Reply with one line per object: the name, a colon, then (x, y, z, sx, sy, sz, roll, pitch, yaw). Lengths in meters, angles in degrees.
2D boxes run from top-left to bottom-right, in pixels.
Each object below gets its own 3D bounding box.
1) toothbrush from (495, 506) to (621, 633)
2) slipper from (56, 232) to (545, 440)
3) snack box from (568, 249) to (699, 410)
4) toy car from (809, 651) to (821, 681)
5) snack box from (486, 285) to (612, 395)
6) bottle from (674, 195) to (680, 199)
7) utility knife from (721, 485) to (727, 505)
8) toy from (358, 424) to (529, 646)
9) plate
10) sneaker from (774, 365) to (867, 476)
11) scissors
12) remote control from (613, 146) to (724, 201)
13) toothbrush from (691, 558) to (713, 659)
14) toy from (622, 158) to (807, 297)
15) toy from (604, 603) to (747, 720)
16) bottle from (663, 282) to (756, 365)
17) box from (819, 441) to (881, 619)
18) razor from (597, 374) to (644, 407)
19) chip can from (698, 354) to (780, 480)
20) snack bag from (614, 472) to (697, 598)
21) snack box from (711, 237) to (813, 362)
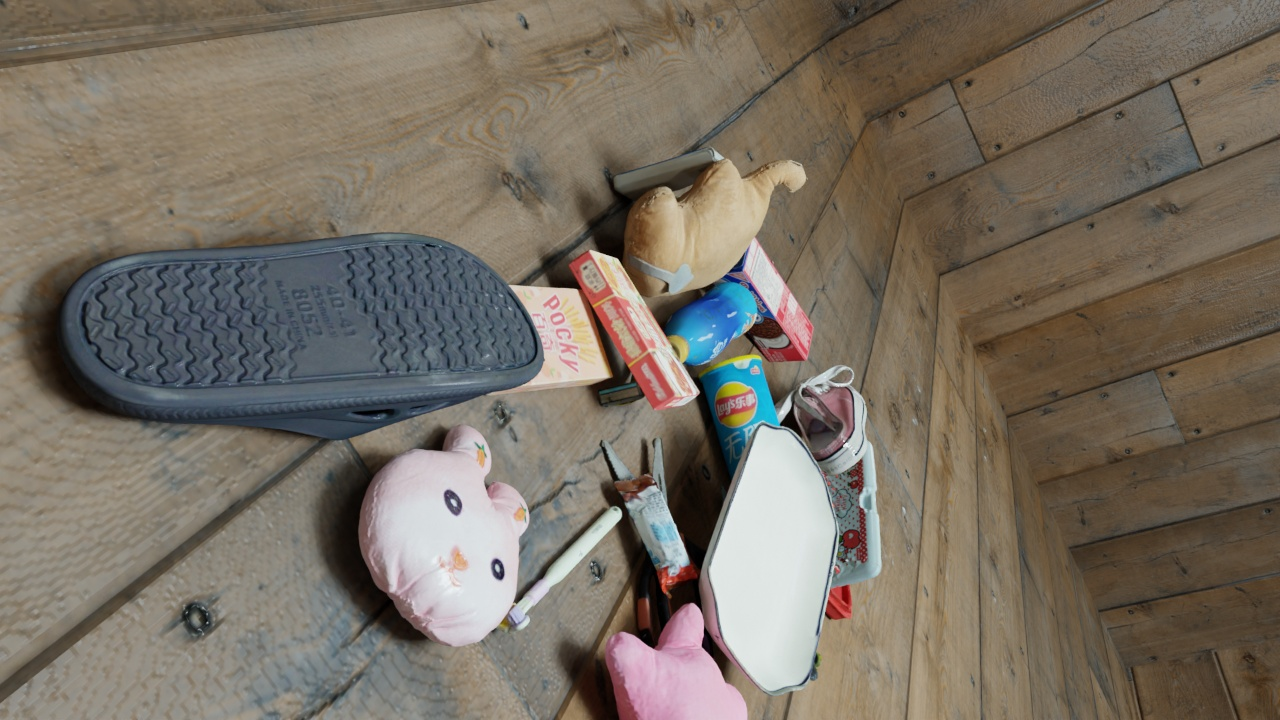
toothbrush: (-0.054, 0.148, 0.679, 0.189, 0.029, 0.020, -32, 140, -64)
slipper: (-0.181, -0.009, 0.522, 0.267, 0.084, 0.110, -6, 65, -44)
snack box: (-0.005, -0.027, 0.823, 0.153, 0.025, 0.075, 59, 16, 11)
toy car: (0.156, 0.282, 0.939, 0.042, 0.035, 0.090, 32, 43, -50)
snack box: (-0.082, -0.018, 0.747, 0.157, 0.026, 0.084, -5, 74, -61)
bottle: (0.067, -0.168, 1.098, 0.205, 0.060, 0.060, -24, 91, -63)
utility knife: (0.089, 0.207, 0.904, 0.031, 0.019, 0.178, 44, 30, -47)
toy: (-0.115, 0.101, 0.574, 0.121, 0.054, 0.159, 59, 20, -16)
plate: (0.116, 0.176, 0.840, 0.162, 0.034, 0.264, 52, 39, -22)
sneaker: (0.225, 0.061, 1.150, 0.088, 0.118, 0.240, 51, 16, -8)
scissors: (0.024, 0.168, 0.796, 0.225, 0.015, 0.188, 51, 36, -12)
remote control: (0.033, -0.198, 0.986, 0.049, 0.125, 0.024, 13, 68, -60)
toothbrush: (0.060, 0.259, 0.806, 0.016, 0.014, 0.188, 28, 47, -43)
toy: (0.076, -0.143, 0.962, 0.225, 0.144, 0.082, -28, 59, -28)
toy: (0.040, 0.284, 0.684, 0.178, 0.075, 0.194, 8, 66, -58)
bottle: (0.067, -0.035, 0.988, 0.065, 0.065, 0.218, 65, 27, -4)
box: (0.253, 0.202, 1.107, 0.095, 0.100, 0.200, 48, 33, -32)
razor: (-0.005, 0.005, 0.866, 0.132, 0.043, 0.028, -73, 142, -61)
chip can: (0.125, 0.103, 0.978, 0.071, 0.071, 0.210, 8, 63, -59)
snack bag: (0.015, 0.144, 0.765, 0.045, 0.026, 0.105, -12, 72, -41)
snack box: (0.151, -0.075, 1.146, 0.207, 0.057, 0.058, 47, 51, -45)
